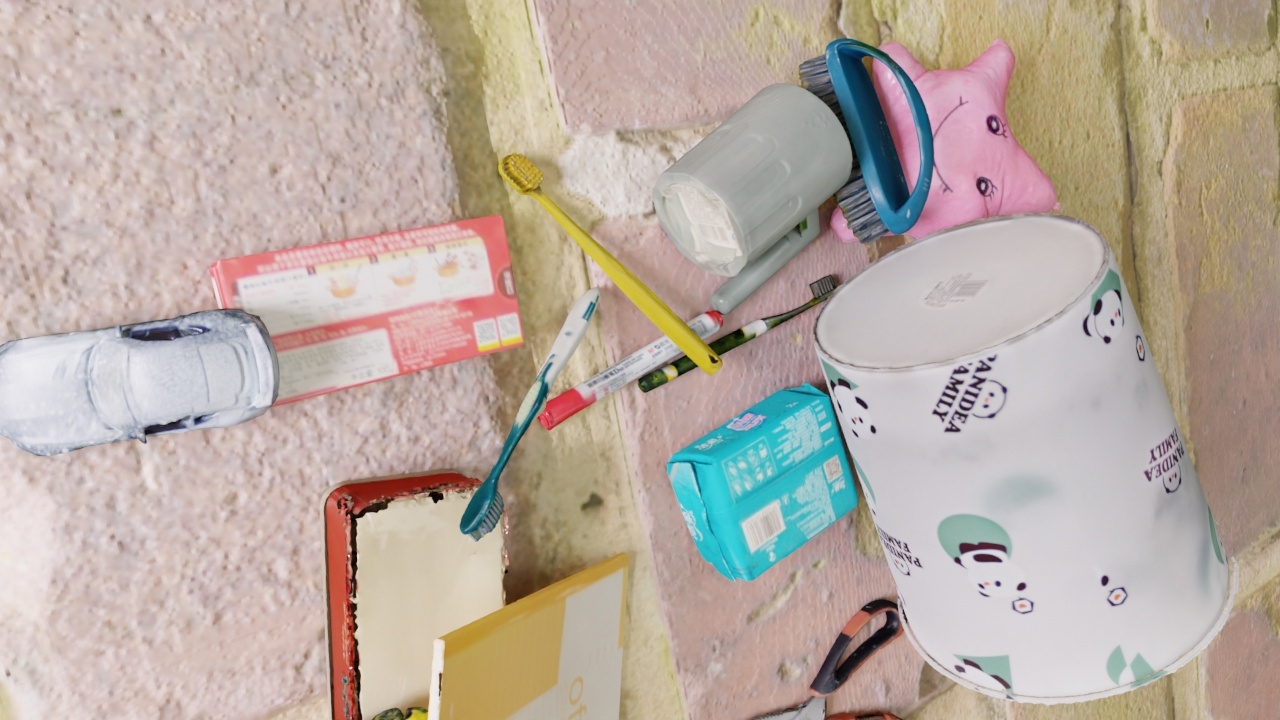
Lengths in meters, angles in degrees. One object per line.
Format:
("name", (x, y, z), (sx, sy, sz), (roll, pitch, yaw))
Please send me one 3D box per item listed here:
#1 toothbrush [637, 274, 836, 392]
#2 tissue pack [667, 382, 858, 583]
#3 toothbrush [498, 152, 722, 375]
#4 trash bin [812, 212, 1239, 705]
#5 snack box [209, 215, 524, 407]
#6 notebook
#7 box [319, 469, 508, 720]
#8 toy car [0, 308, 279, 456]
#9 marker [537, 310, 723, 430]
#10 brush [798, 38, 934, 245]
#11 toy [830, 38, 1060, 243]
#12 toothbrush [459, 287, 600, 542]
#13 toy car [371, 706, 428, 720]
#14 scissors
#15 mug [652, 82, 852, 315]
("toothbrush", (0.072, -0.021, 0.635), (0.185, 0.012, 0.017), (-26, 101, -29))
("tissue pack", (0.089, 0.081, 0.630), (0.133, 0.050, 0.093), (-26, 105, -30))
("toothbrush", (-0.013, -0.056, 0.560), (0.190, 0.017, 0.015), (44, 68, -21))
("trash bin", (0.245, 0.055, 0.620), (0.229, 0.230, 0.252), (-39, 115, -25))
("snack box", (-0.139, -0.029, 0.486), (0.152, 0.025, 0.075), (-16, 102, -32))
("notebook", (-0.055, 0.195, 0.502), (0.206, 0.010, 0.146), (2, 93, -67))
("box", (-0.113, 0.147, 0.484), (0.091, 0.078, 0.168), (-4, 96, -32))
("toy car", (-0.226, 0.009, 0.412), (0.120, 0.037, 0.054), (-9, 101, -13))
("marker", (-0.003, 0.003, 0.584), (0.145, 0.017, 0.017), (-30, 109, -29))
("brush", (0.160, -0.156, 0.627), (0.055, 0.074, 0.143), (-5, 76, -53))
("toy", (0.242, -0.154, 0.693), (0.178, 0.075, 0.194), (17, 86, -12))
("toothbrush", (-0.055, 0.022, 0.508), (0.018, 0.016, 0.191), (59, 37, -32))
("toy car", (-0.139, 0.203, 0.427), (0.105, 0.032, 0.048), (-20, 105, -14))
("scissors", (0.142, 0.267, 0.699), (0.226, 0.015, 0.189), (26, 79, -33))
("mug", (0.075, -0.100, 0.598), (0.103, 0.084, 0.124), (-42, 139, -23))
